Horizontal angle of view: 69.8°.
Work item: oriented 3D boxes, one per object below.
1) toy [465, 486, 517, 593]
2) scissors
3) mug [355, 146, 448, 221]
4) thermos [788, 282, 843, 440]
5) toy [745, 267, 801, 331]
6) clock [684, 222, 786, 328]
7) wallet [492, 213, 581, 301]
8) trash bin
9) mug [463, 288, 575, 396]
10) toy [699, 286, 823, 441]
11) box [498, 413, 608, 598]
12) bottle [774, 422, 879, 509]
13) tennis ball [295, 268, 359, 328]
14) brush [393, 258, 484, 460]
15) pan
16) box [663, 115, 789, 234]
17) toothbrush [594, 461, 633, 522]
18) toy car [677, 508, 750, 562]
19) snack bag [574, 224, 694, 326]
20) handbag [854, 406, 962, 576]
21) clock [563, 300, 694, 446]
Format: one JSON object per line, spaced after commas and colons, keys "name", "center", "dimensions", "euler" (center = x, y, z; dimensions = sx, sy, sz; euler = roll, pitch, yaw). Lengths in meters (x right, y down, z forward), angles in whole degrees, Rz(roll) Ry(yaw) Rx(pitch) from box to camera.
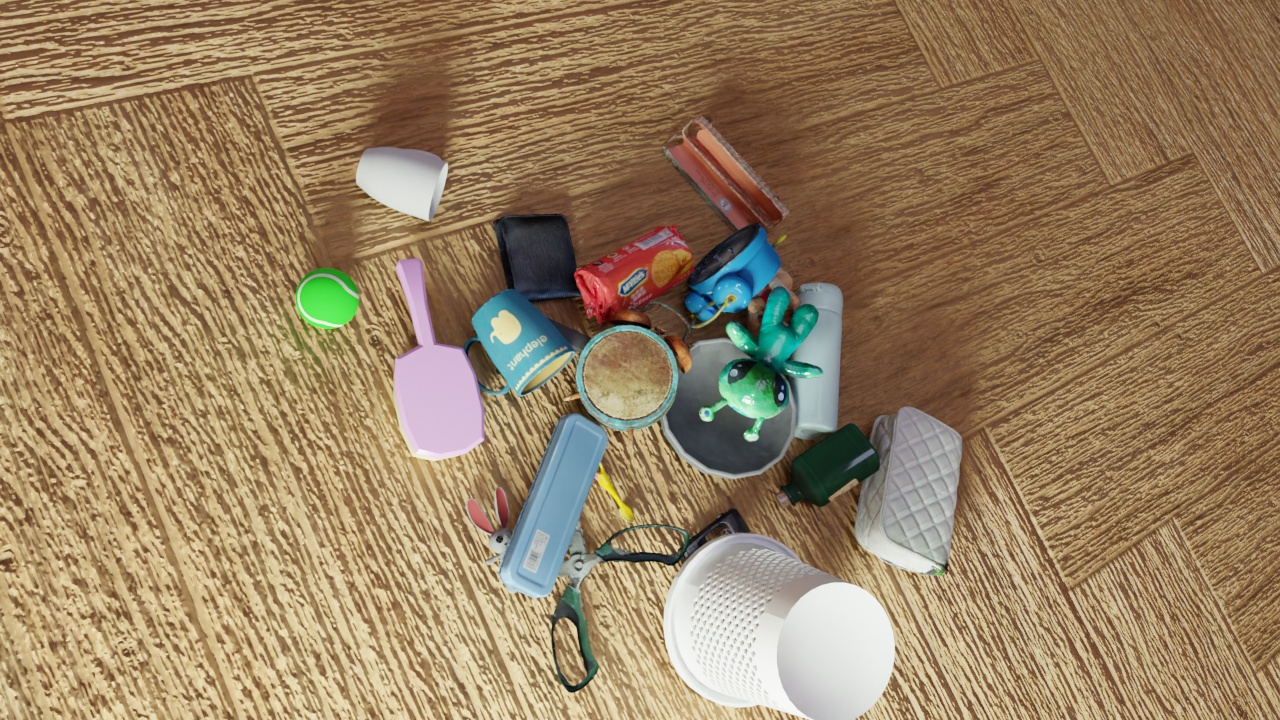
{"name": "toy", "center": [-0.150, 0.196, 0.996], "dimensions": [0.049, 0.030, 0.111], "euler": [-21, 81, -21]}
{"name": "scissors", "center": [-0.033, 0.255, 1.023], "dimensions": [0.201, 0.015, 0.201], "euler": [-6, 77, -14]}
{"name": "mug", "center": [-0.274, -0.219, 1.068], "dimensions": [0.089, 0.071, 0.107], "euler": [18, 39, -7]}
{"name": "thermos", "center": [0.227, -0.003, 1.193], "dimensions": [0.078, 0.065, 0.206], "euler": [36, 55, -52]}
{"name": "toy", "center": [0.173, -0.081, 1.202], "dimensions": [0.074, 0.085, 0.105], "euler": [-2, 48, 10]}
{"name": "clock", "center": [0.111, -0.103, 1.153], "dimensions": [0.060, 0.117, 0.161], "euler": [46, 63, -16]}
{"name": "wallet", "center": [-0.123, -0.127, 1.114], "dimensions": [0.089, 0.026, 0.115], "euler": [-8, 77, -26]}
{"name": "trash bin", "center": [0.153, 0.289, 0.972], "dimensions": [0.195, 0.200, 0.195], "euler": [2, 84, -21]}
{"name": "mug", "center": [-0.149, -0.015, 1.044], "dimensions": [0.112, 0.084, 0.104], "euler": [-39, 83, 1]}
{"name": "toy", "center": [0.150, 0.004, 1.106], "dimensions": [0.130, 0.072, 0.193], "euler": [30, 73, -2]}
{"name": "box", "center": [-0.095, 0.157, 1.014], "dimensions": [0.065, 0.037, 0.209], "euler": [33, 62, -24]}
{"name": "bottle", "center": [0.225, 0.140, 1.136], "dimensions": [0.131, 0.061, 0.061], "euler": [-32, 59, -3]}
{"name": "tennis ball", "center": [-0.336, -0.067, 0.986], "dimensions": [0.065, 0.065, 0.065], "euler": [7, 71, -20]}
{"name": "brush", "center": [-0.236, -0.001, 1.017], "dimensions": [0.089, 0.043, 0.228], "euler": [-10, 77, -24]}
{"name": "pan", "center": [0.022, 0.024, 1.117], "dimensions": [0.357, 0.041, 0.178], "euler": [25, 65, -7]}
{"name": "box", "center": [0.113, -0.241, 1.236], "dimensions": [0.187, 0.085, 0.048], "euler": [46, 30, 0]}
{"name": "toothbrush", "center": [-0.047, 0.131, 1.068], "dimensions": [0.021, 0.016, 0.135], "euler": [-30, 84, -25]}
{"name": "toy car", "center": [0.089, 0.213, 1.082], "dimensions": [0.092, 0.037, 0.040], "euler": [-31, 86, -27]}
{"name": "snack bag", "center": [-0.009, -0.106, 1.119], "dimensions": [0.176, 0.083, 0.082], "euler": [-33, 87, -35]}
{"name": "handbag", "center": [0.348, 0.167, 1.184], "dimensions": [0.138, 0.073, 0.194], "euler": [27, 64, -21]}
{"name": "clock", "center": [-0.006, 0.006, 1.049], "dimensions": [0.121, 0.073, 0.157], "euler": [35, 82, 2]}
